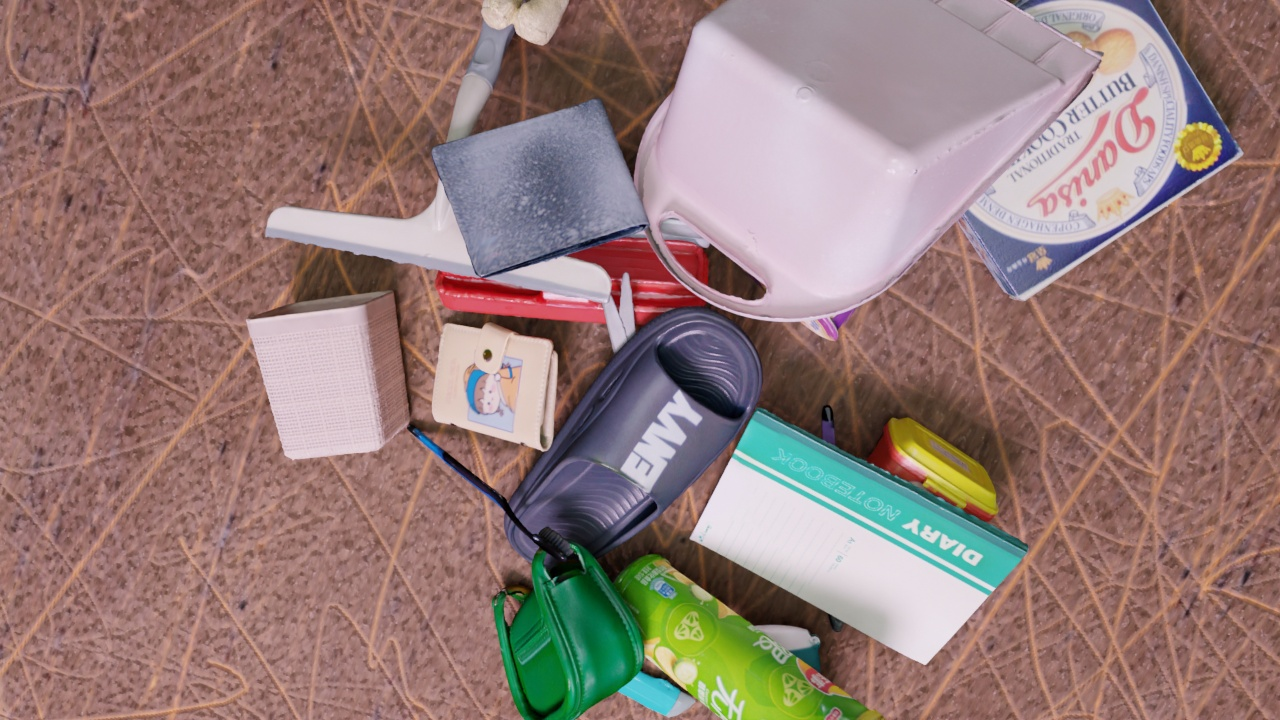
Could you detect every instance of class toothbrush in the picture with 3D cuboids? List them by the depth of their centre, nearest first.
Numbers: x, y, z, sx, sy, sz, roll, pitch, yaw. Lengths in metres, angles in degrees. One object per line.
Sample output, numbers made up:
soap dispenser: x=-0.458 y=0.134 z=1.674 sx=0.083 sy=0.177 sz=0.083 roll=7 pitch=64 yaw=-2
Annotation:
toothbrush: x=-0.119 y=0.096 z=0.703 sx=0.189 sy=0.014 sz=0.016 roll=33 pitch=58 yaw=31
toothbrush: x=0.154 y=0.129 z=0.733 sx=0.014 sy=0.016 sz=0.189 roll=-3 pitch=98 yaw=7

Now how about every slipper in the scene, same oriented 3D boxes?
slipper: x=-0.008 y=0.081 z=0.671 sx=0.110 sy=0.083 sz=0.269 roll=32 pitch=117 yaw=-18

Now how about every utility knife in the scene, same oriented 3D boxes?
utility knife: x=-0.030 y=0.254 z=0.768 sx=0.161 sy=0.013 sz=0.029 roll=28 pitch=97 yaw=2

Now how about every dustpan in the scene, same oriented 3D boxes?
dustpan: x=0.128 y=-0.159 z=0.621 sx=0.272 sy=0.139 sz=0.222 roll=-35 pitch=67 yaw=-31

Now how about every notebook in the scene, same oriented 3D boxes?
notebook: x=0.154 y=0.135 z=0.687 sx=0.209 sy=0.012 sz=0.151 roll=27 pitch=129 yaw=8

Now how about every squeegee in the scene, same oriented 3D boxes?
squeegee: x=-0.114 y=-0.181 z=0.638 sx=0.246 sy=0.039 sz=0.246 roll=12 pitch=74 yaw=7

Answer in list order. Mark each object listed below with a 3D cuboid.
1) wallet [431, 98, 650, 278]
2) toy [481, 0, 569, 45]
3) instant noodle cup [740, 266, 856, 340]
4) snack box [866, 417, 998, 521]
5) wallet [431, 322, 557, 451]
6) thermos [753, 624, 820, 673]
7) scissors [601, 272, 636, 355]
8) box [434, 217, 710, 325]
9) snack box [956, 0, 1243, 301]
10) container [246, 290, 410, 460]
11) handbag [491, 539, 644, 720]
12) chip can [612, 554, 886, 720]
wallet: x=-0.065 y=-0.113 z=0.600 sx=0.120 sy=0.019 sz=0.097 roll=-19 pitch=78 yaw=-12
toy: x=-0.057 y=-0.291 z=0.639 sx=0.105 sy=0.066 sz=0.157 roll=25 pitch=79 yaw=6
instant noodle cup: x=0.131 y=-0.086 z=0.657 sx=0.111 sy=0.111 sz=0.099 roll=43 pitch=92 yaw=-4
snack box: x=0.209 y=0.101 z=0.694 sx=0.091 sy=0.081 sz=0.080 roll=33 pitch=110 yaw=-1
wallet: x=-0.111 y=0.015 z=0.703 sx=0.115 sy=0.024 sz=0.087 roll=11 pitch=101 yaw=35
thermos: x=0.116 y=0.320 z=0.711 sx=0.073 sy=0.073 sz=0.224 roll=-7 pitch=78 yaw=5
scissors: x=-0.019 y=0.007 z=0.684 sx=0.129 sy=0.012 sz=0.173 roll=-28 pitch=126 yaw=22
box: x=-0.049 y=-0.089 z=0.671 sx=0.201 sy=0.094 sz=0.092 roll=4 pitch=138 yaw=4
snack box: x=0.298 y=-0.168 z=0.659 sx=0.178 sy=0.045 sz=0.182 roll=-35 pitch=95 yaw=9
container: x=-0.233 y=0.011 z=0.704 sx=0.090 sy=0.090 sz=0.111 roll=-6 pitch=102 yaw=4
handbag: x=-0.063 y=0.210 z=0.700 sx=0.067 sy=0.132 sz=0.120 roll=-17 pitch=66 yaw=-33
chip can: x=0.068 y=0.226 z=0.677 sx=0.221 sy=0.072 sz=0.072 roll=29 pitch=102 yaw=33
